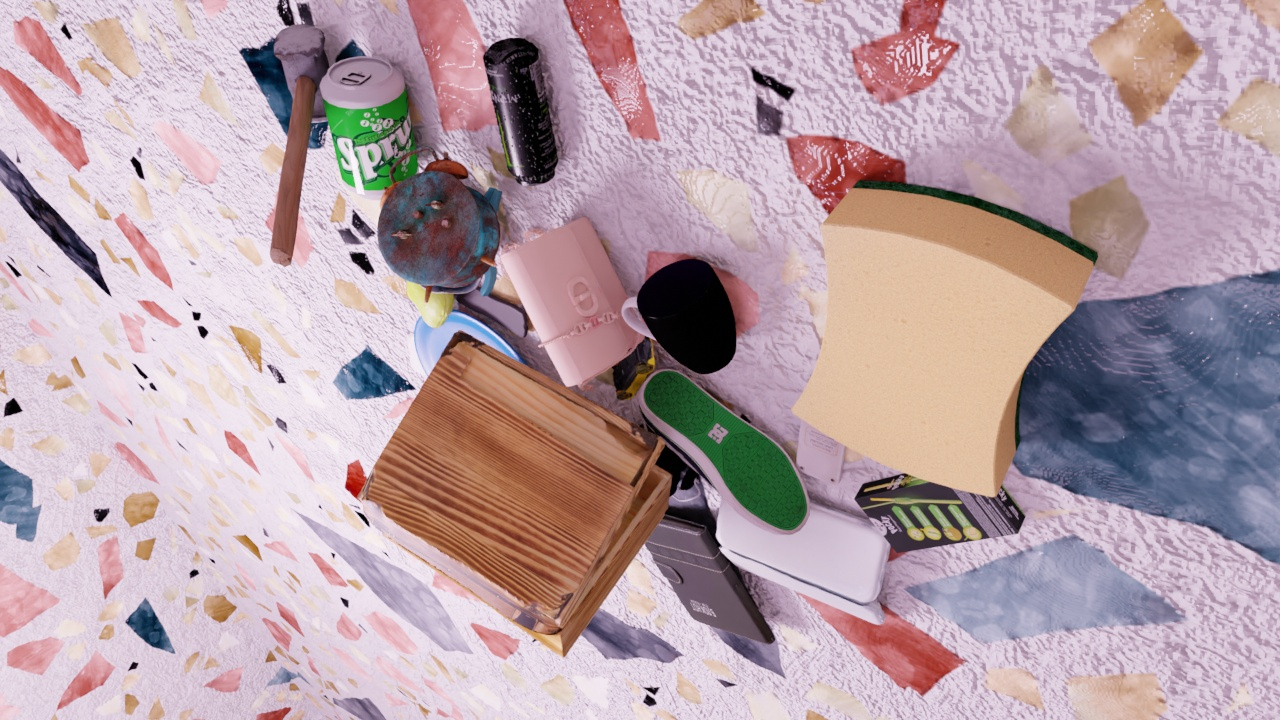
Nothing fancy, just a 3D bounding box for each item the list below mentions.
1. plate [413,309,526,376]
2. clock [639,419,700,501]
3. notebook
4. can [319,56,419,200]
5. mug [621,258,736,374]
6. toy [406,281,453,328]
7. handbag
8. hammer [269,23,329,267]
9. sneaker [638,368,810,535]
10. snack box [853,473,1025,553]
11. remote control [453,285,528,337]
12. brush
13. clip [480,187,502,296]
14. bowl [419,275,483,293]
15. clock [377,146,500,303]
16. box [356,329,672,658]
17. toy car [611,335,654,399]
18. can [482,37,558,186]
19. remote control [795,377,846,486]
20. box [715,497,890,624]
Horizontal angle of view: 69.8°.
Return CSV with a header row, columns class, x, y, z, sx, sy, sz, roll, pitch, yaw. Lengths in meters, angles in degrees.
class,x,y,z,sx,sy,sz,roll,pitch,yaw
plate,-0.216,0.017,1.254,0.224,0.024,0.225,24,138,23
clock,0.024,0.130,1.138,0.120,0.042,0.091,48,142,-7
notebook,0.077,0.289,1.239,0.170,0.029,0.209,1,125,53
can,-0.297,-0.255,1.015,0.088,0.087,0.140,25,139,21
mug,0.040,-0.038,0.931,0.119,0.084,0.100,-1,138,34
toy,-0.261,-0.102,1.157,0.092,0.046,0.115,52,136,28
handbag,-0.104,-0.039,1.004,0.188,0.116,0.199,-17,103,46
hammer,-0.356,-0.223,0.951,0.052,0.327,0.098,-5,141,-6
sneaker,0.091,0.105,1.034,0.235,0.084,0.079,43,164,3
snack box,0.300,0.149,0.930,0.080,0.025,0.148,50,141,-10
remote control,-0.192,-0.071,1.161,0.124,0.009,0.047,28,140,21
brush,0.244,-0.015,0.782,0.195,0.075,0.251,23,138,23
clip,-0.201,-0.130,1.031,0.119,0.033,0.121,-5,97,14
bowl,-0.219,-0.133,1.074,0.110,0.055,0.110,1,99,9
clock,-0.224,-0.154,0.984,0.121,0.073,0.157,-25,84,15
box,-0.146,0.151,1.039,0.279,0.257,0.221,29,150,16
toy car,-0.006,0.006,1.047,0.030,0.049,0.107,3,150,-22
can,-0.115,-0.241,0.896,0.054,0.053,0.138,18,136,28
remote control,0.193,0.076,0.966,0.050,0.011,0.136,21,138,25
box,0.189,0.234,1.081,0.211,0.084,0.186,19,131,28
